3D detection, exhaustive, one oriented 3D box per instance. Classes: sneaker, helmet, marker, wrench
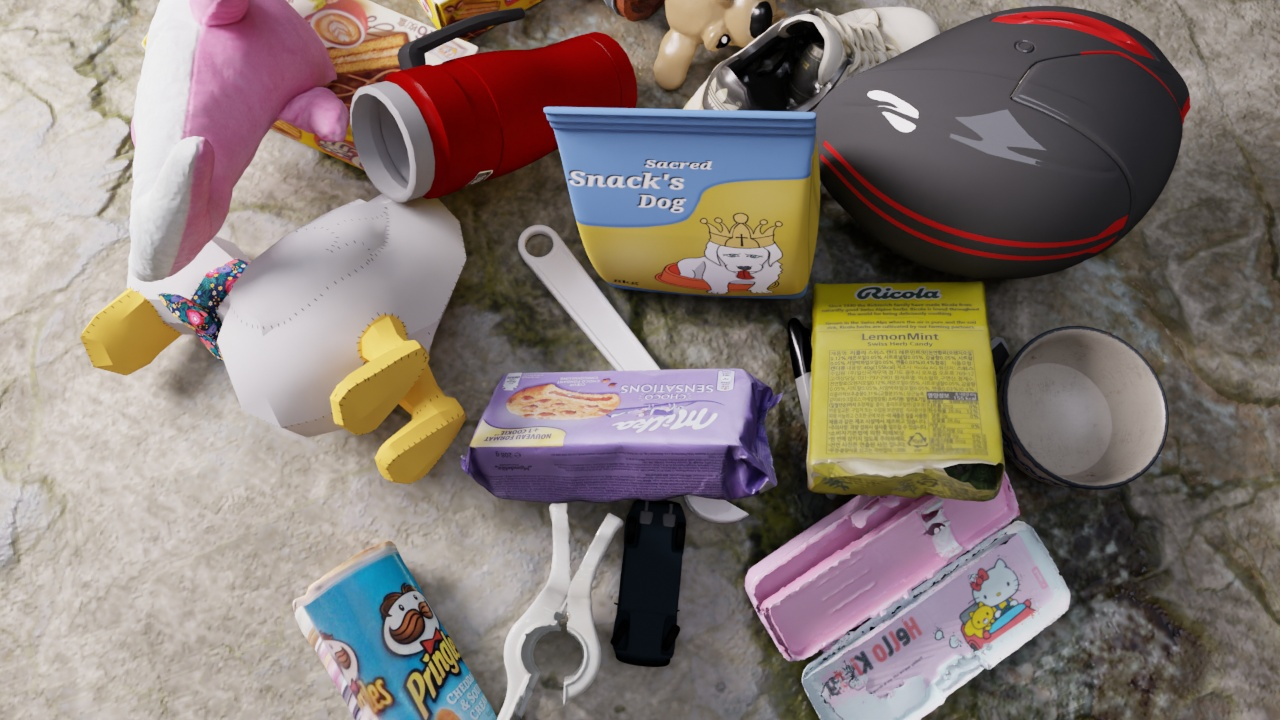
[{"bbox_3d":[0.139,-0.230,0.697,0.241,0.102,0.089,-29,77,-17],"label":"sneaker"},{"bbox_3d":[0.249,-0.141,0.643,0.265,0.164,0.169,11,57,7],"label":"helmet"},{"bbox_3d":[0.130,0.034,0.680,0.022,0.016,0.138,-4,75,-28],"label":"marker"},{"bbox_3d":[-0.004,0.004,0.681,0.066,0.018,0.273,-37,79,-10],"label":"wrench"}]

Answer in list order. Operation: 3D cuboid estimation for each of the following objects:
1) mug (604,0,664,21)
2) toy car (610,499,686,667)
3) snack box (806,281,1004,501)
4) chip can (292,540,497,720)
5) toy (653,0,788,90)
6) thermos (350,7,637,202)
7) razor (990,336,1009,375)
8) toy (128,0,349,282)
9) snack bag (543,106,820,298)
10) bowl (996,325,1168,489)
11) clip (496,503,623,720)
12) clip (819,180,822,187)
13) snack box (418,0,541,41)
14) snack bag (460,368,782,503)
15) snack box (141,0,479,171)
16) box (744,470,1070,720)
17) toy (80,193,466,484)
[{"bbox_3d":[-0.016,-0.350,0.747,0.111,0.082,0.117,41,60,12],"label":"mug"},{"bbox_3d":[0.007,0.152,0.634,0.046,0.034,0.112,7,74,-1],"label":"toy car"},{"bbox_3d":[0.174,0.018,0.618,0.121,0.045,0.180,-1,44,14],"label":"snack box"},{"bbox_3d":[-0.136,0.233,0.588,0.079,0.080,0.229,-32,79,-10],"label":"chip can"},{"bbox_3d":[0.070,-0.287,0.726,0.106,0.134,0.108,32,47,28],"label":"toy"},{"bbox_3d":[-0.102,-0.188,0.649,0.198,0.084,0.108,-29,112,-36],"label":"thermos"},{"bbox_3d":[0.208,0.031,0.665,0.156,0.057,0.060,-25,63,-10],"label":"razor"},{"bbox_3d":[-0.260,-0.168,0.601,0.127,0.187,0.265,19,56,-30],"label":"toy"},{"bbox_3d":[0.037,-0.114,0.601,0.159,0.205,0.102,4,78,11],"label":"snack bag"},{"bbox_3d":[0.307,0.039,0.662,0.115,0.059,0.115,1,75,-2],"label":"bowl"},{"bbox_3d":[-0.042,0.167,0.583,0.091,0.126,0.151,24,72,2],"label":"clip"},{"bbox_3d":[0.104,-0.124,0.714,0.074,0.035,0.023,-20,79,-1],"label":"clip"},{"bbox_3d":[-0.134,-0.320,0.736,0.105,0.061,0.083,-32,79,-10],"label":"snack box"},{"bbox_3d":[-0.010,0.052,0.615,0.205,0.096,0.058,0,120,11],"label":"snack bag"},{"bbox_3d":[-0.246,-0.225,0.707,0.230,0.062,0.110,24,77,4],"label":"snack box"},{"bbox_3d":[0.185,0.158,0.635,0.201,0.045,0.154,-31,101,-8],"label":"box"},{"bbox_3d":[-0.230,-0.034,0.627,0.267,0.141,0.246,36,70,27],"label":"toy"}]
